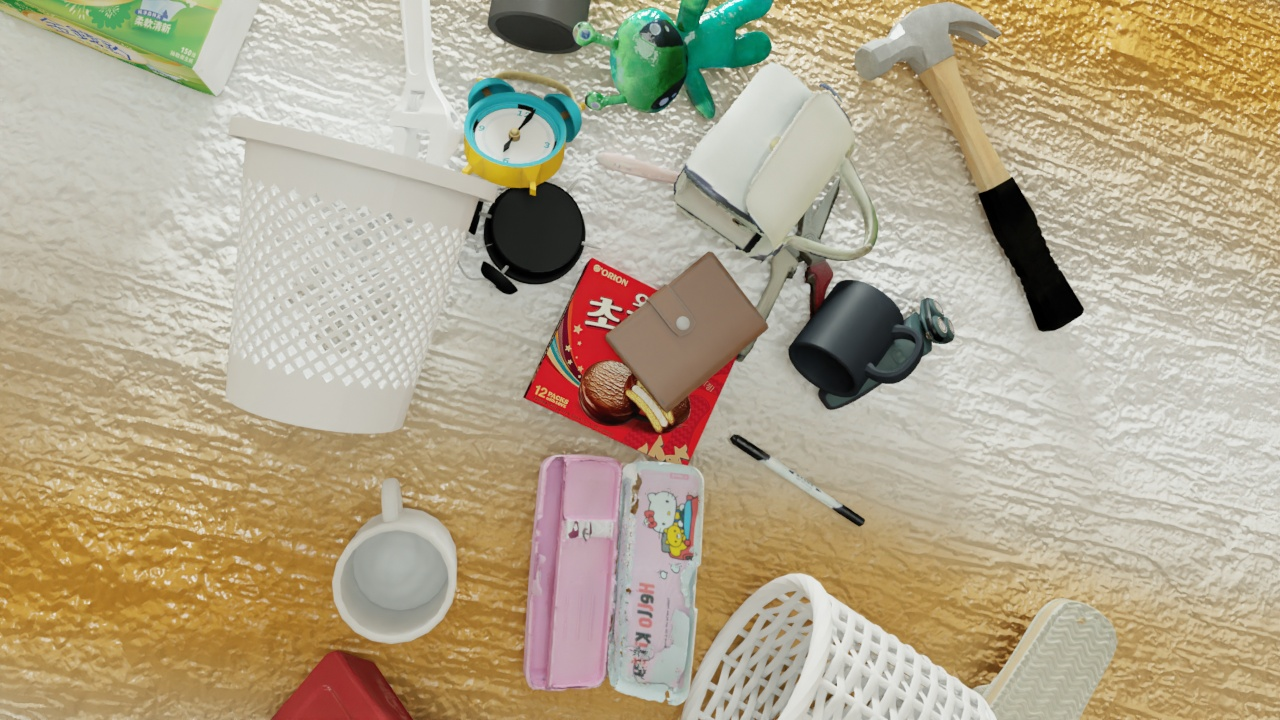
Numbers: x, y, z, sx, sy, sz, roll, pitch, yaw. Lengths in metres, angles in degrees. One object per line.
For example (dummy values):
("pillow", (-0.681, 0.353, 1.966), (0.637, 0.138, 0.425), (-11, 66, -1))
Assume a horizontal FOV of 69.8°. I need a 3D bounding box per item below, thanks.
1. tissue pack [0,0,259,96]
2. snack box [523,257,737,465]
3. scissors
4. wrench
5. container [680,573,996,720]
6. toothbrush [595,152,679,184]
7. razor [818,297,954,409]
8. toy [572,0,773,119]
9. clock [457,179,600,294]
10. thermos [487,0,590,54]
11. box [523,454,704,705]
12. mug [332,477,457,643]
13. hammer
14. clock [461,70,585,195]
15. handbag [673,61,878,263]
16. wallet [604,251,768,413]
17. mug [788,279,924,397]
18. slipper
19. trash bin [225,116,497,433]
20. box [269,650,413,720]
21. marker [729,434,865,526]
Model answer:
("tissue pack", (-0.407, -0.299, 0.685), (0.197, 0.141, 0.120), (15, 86, -10))
("snack box", (-0.005, 0.005, 0.806), (0.152, 0.036, 0.132), (26, 84, -9))
("scissors", (0.146, -0.070, 0.847), (0.179, 0.015, 0.185), (-33, 94, -10))
("wrench", (-0.188, -0.291, 0.768), (0.066, 0.018, 0.273), (-10, 81, 29))
("container", (0.159, 0.305, 0.753), (0.187, 0.189, 0.189), (35, 83, -9))
("toothbrush", (0.047, -0.161, 0.830), (0.181, 0.018, 0.015), (13, 83, -9))
("razor", (0.226, -0.002, 0.848), (0.143, 0.052, 0.047), (-35, 97, 0))
("toy", (0.034, -0.271, 0.798), (0.193, 0.072, 0.131), (-25, 133, -23))
("clock", (-0.101, -0.107, 0.787), (0.120, 0.042, 0.091), (-18, 92, -11))
("thermos", (-0.069, -0.394, 0.780), (0.082, 0.082, 0.240), (10, 87, -10))
("box", (-0.024, 0.184, 0.789), (0.153, 0.066, 0.201), (5, 88, 0))
("mug", (-0.196, 0.155, 0.740), (0.091, 0.090, 0.121), (-5, 89, -11))
("hammer", (0.331, -0.181, 0.874), (0.131, 0.039, 0.328), (-29, 94, -11))
("clock", (-0.103, -0.197, 0.775), (0.099, 0.044, 0.129), (14, 58, -1))
("handbag", (0.137, -0.156, 0.798), (0.176, 0.074, 0.151), (39, 73, 0))
("wallet", (0.041, -0.025, 0.789), (0.121, 0.013, 0.087), (-39, 96, -9))
("mug", (0.193, -0.014, 0.797), (0.077, 0.105, 0.071), (-51, 138, -19))
("slipper", (0.352, 0.343, 0.858), (0.115, 0.052, 0.263), (31, 87, -10))
("trash bin", (-0.227, -0.059, 0.701), (0.195, 0.195, 0.199), (13, 96, -10))
("box", (-0.226, 0.343, 0.736), (0.170, 0.156, 0.156), (39, 82, 20))
("marker", (0.145, 0.110, 0.844), (0.152, 0.011, 0.011), (33, 83, -8))
